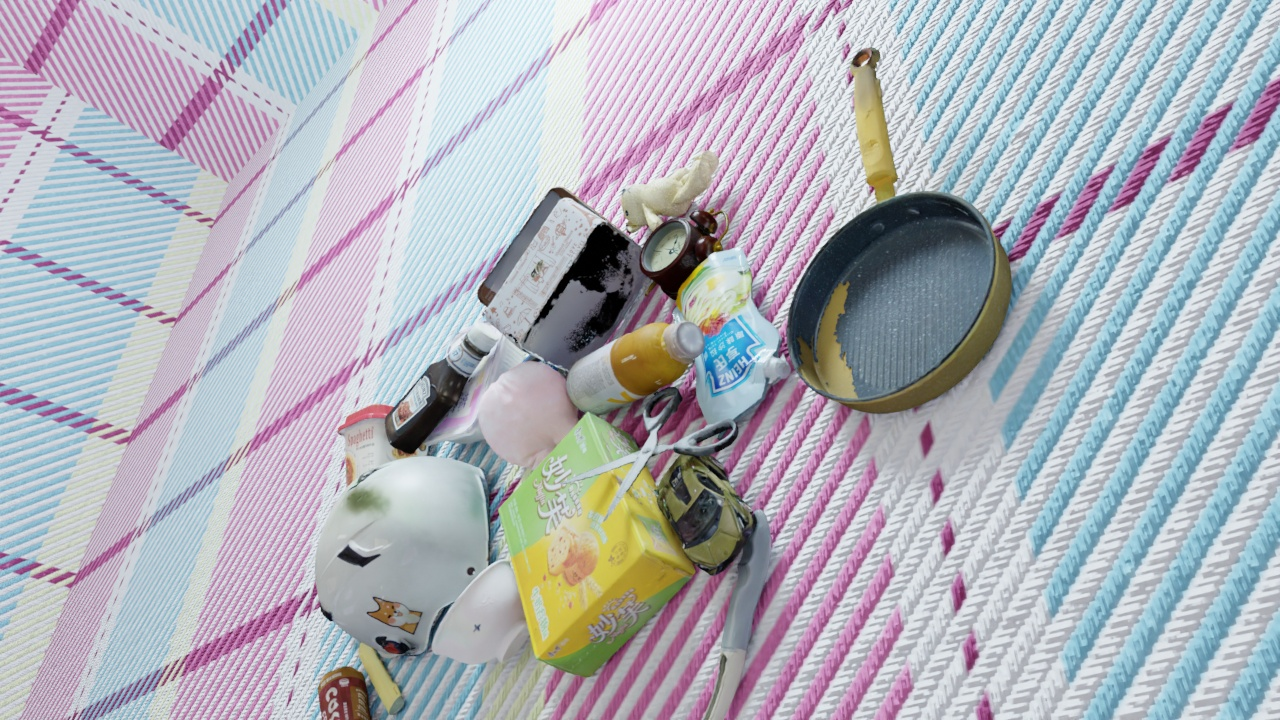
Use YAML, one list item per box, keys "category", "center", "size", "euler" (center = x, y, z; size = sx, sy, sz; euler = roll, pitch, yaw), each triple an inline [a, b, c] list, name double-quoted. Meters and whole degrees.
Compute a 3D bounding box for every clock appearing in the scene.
- category: "clock"
  center: [0.052, -0.120, 1.011]
  size: [0.122, 0.055, 0.082]
  euler: [-34, 42, 29]

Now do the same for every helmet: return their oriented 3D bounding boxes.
- category: "helmet"
  center: [-0.305, 0.224, 1.106]
  size: [0.275, 0.156, 0.229]
  euler: [-39, 39, 26]

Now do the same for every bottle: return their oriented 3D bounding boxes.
- category: "bottle"
  center: [-0.006, 0.006, 0.958]
  size: [0.190, 0.068, 0.067]
  euler: [-26, 45, 50]
- category: "bottle"
  center: [-0.256, 0.032, 1.185]
  size: [0.195, 0.044, 0.079]
  euler: [-47, 38, 14]
- category: "bottle"
  center: [-0.341, 0.442, 1.075]
  size: [0.057, 0.057, 0.175]
  euler: [-52, 36, 10]

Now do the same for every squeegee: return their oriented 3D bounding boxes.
- category: "squeegee"
  center: [0.068, 0.239, 0.743]
  size: [0.247, 0.039, 0.246]
  euler: [-27, 36, 62]

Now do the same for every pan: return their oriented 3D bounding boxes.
- category: "pan"
  center: [0.211, -0.125, 0.800]
  size: [0.198, 0.078, 0.356]
  euler: [-20, 50, 41]

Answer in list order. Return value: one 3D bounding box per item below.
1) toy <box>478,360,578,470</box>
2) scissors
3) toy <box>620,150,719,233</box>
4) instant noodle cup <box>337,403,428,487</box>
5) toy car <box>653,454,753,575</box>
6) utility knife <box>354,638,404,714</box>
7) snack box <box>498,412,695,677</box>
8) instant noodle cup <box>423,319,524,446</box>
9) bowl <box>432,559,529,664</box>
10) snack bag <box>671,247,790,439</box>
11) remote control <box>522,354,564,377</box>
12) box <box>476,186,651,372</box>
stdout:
- category: "toy"
  center: [-0.115, 0.078, 1.038]
  size: [0.121, 0.054, 0.159]
  euler: [-44, 70, 15]
- category: "scissors"
  center: [0.006, 0.082, 0.865]
  size: [0.179, 0.014, 0.159]
  euler: [-18, 32, 9]
- category: "toy"
  center: [0.033, -0.200, 1.084]
  size: [0.158, 0.066, 0.105]
  euler: [-20, 44, 50]
- category: "instant noodle cup"
  center: [-0.356, 0.138, 1.283]
  size: [0.117, 0.116, 0.124]
  euler: [-20, 62, 41]
- category: "toy car"
  center: [0.055, 0.130, 0.818]
  size: [0.070, 0.042, 0.158]
  euler: [-54, 23, 6]
- category: "utility knife"
  center: [-0.338, 0.377, 1.152]
  size: [0.216, 0.022, 0.031]
  euler: [30, 88, 48]
- category: "snack box"
  center: [-0.052, 0.176, 0.907]
  size: [0.158, 0.070, 0.210]
  euler: [-48, 37, 16]
- category: "instant noodle cup"
  center: [-0.214, 0.035, 1.220]
  size: [0.138, 0.060, 0.173]
  euler: [-17, 54, 44]
- category: "bowl"
  center: [-0.151, 0.273, 0.950]
  size: [0.065, 0.118, 0.118]
  euler: [33, 92, 16]
- category: "snack bag"
  center: [0.086, -0.023, 0.915]
  size: [0.110, 0.039, 0.190]
  euler: [-38, 42, 23]
- category: "remote control"
  center: [-0.126, 0.018, 1.136]
  size: [0.049, 0.024, 0.125]
  euler: [-47, 25, -1]
- category: "box"
  center: [-0.100, -0.106, 1.106]
  size: [0.174, 0.152, 0.182]
  euler: [38, 96, 37]
